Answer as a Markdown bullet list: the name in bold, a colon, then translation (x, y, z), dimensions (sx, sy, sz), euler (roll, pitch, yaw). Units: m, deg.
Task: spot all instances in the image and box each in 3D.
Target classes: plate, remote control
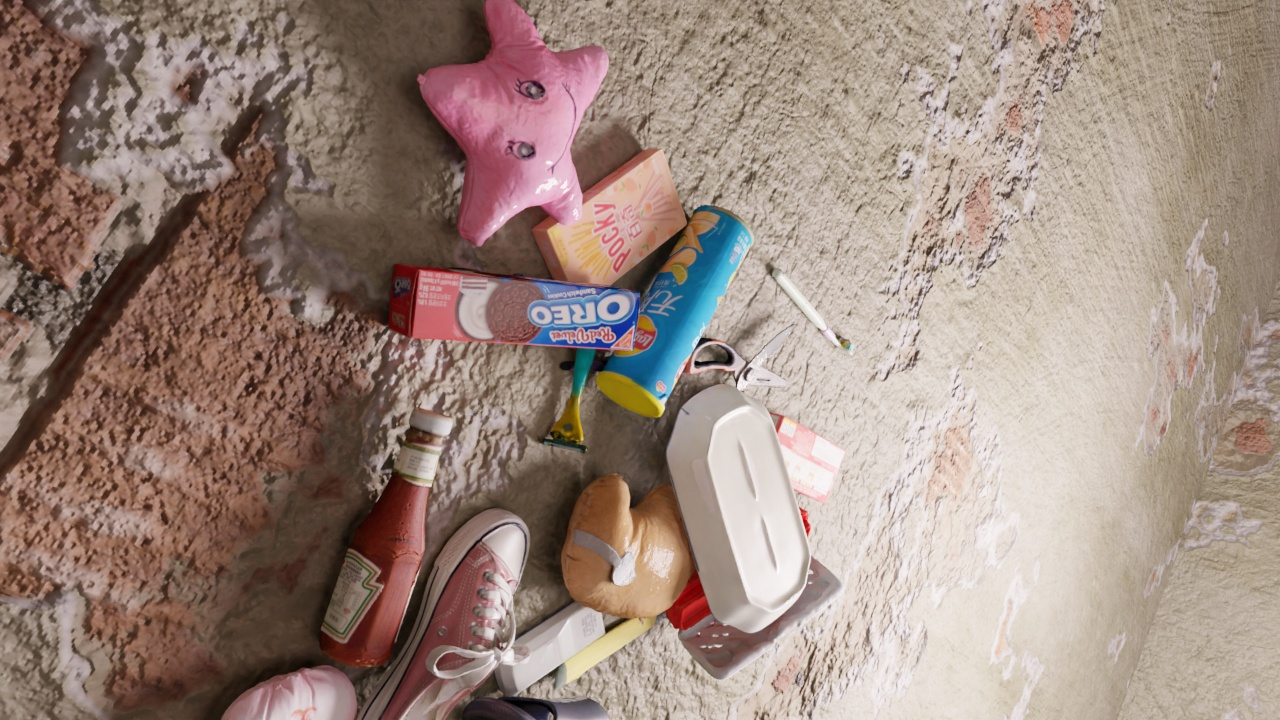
- **plate**: translation (0.115, 0.155, 0.966), dimensions (0.161, 0.034, 0.266), euler (-21, 99, -40)
- **remote control**: translation (-0.088, 0.281, 0.905), dimensions (0.124, 0.024, 0.049), euler (-26, 118, -37)

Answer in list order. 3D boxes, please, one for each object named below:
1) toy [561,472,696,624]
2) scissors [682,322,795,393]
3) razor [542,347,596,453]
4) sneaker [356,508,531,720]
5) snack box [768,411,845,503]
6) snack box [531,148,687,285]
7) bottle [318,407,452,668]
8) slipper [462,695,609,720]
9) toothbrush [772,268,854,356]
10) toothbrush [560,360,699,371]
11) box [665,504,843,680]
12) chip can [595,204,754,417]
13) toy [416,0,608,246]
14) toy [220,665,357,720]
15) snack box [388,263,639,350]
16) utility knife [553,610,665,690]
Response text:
- **toy**: translation (0.010, 0.196, 0.938), dimensions (0.225, 0.083, 0.143), euler (19, 88, -46)
- **scissors**: translation (0.105, 0.019, 1.015), dimensions (0.224, 0.015, 0.189), euler (-50, 139, -20)
- **razor**: translation (-0.057, 0.020, 0.858), dimensions (0.043, 0.028, 0.132), euler (13, 98, -1)
- **sneaker**: translation (-0.146, 0.238, 0.776), dimensions (0.118, 0.088, 0.240), euler (56, 50, -39)
- **snack box**: translation (0.195, 0.122, 1.134), dimensions (0.152, 0.025, 0.075), euler (28, 82, -44)
- **snack box**: translation (-0.025, -0.126, 0.860), dimensions (0.156, 0.026, 0.084), euler (-42, 126, -29)
- **bottle**: translation (-0.199, 0.140, 0.740), dimensions (0.059, 0.060, 0.206), euler (22, 84, -45)
- **slipper**: translation (-0.078, 0.372, 0.894), dimensions (0.083, 0.111, 0.268), euler (-63, 141, -33)
- **toothbrush**: translation (0.209, -0.058, 1.108), dimensions (0.020, 0.029, 0.189), euler (-35, 133, 18)
- **toothbrush**: translation (-0.006, 0.005, 0.925), dimensions (0.188, 0.017, 0.014), euler (1, 97, -41)
- **box**: translation (0.132, 0.254, 1.026), dimensions (0.200, 0.100, 0.095), euler (-27, 136, -26)
- **chip can**: translation (0.037, -0.050, 0.898), dimensions (0.071, 0.071, 0.209), euler (46, 65, -40)
- **toy**: translation (-0.105, -0.185, 0.734), dimensions (0.178, 0.075, 0.194), euler (9, 95, -44)
- **toy**: translation (-0.280, 0.315, 0.712), dimensions (0.121, 0.054, 0.159), euler (3, 105, -52)
- **snack box**: translation (-0.100, -0.043, 0.766), dimensions (0.207, 0.058, 0.057), euler (3, 98, -34)
- **utility knife**: translation (-0.025, 0.298, 0.974), dimensions (0.178, 0.019, 0.031), euler (-16, 115, -39)
